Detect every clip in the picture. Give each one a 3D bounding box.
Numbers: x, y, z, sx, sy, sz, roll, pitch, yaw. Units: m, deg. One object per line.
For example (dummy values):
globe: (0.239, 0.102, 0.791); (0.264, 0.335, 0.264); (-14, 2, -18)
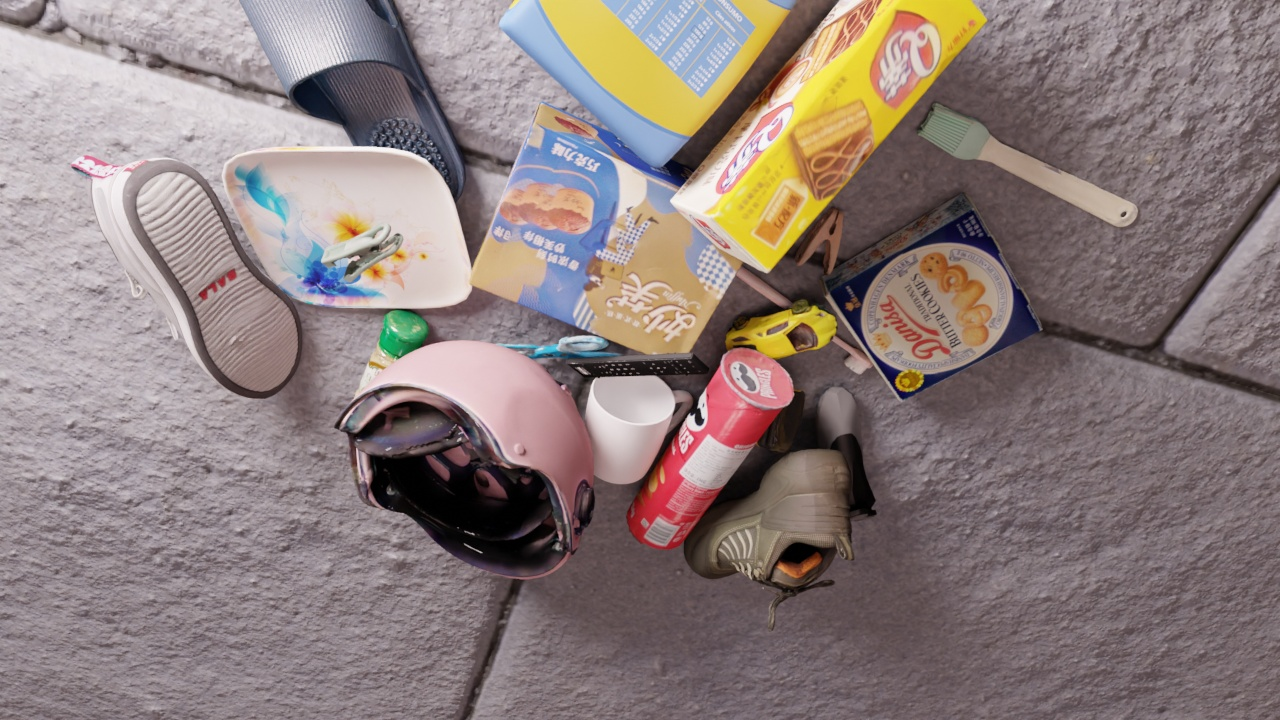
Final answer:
clip: (0.155, -0.106, 0.807); (0.039, 0.024, 0.060); (4, 113, -4)
clip: (-0.237, -0.096, 0.769); (0.049, 0.023, 0.078); (30, 138, -32)

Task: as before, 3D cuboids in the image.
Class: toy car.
toy car: (0.129, -0.023, 0.843); (0.107, 0.030, 0.049); (-18, 128, 30)

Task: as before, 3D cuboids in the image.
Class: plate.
plate: (-0.242, -0.111, 0.782); (0.187, 0.016, 0.187); (1, 143, 3)

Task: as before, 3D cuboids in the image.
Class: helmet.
helmet: (-0.144, 0.085, 0.851); (0.230, 0.152, 0.256); (-1, 131, 27)

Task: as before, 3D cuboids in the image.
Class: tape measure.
tape measure: (0.132, 0.054, 0.885); (0.037, 0.064, 0.065); (14, 89, -17)

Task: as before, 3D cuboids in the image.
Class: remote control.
remote control: (-0.005, 0.005, 0.821); (0.140, 0.009, 0.030); (-2, 151, 37)

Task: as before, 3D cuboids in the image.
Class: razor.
razor: (0.202, 0.098, 0.921); (0.057, 0.060, 0.156); (-13, 103, -4)

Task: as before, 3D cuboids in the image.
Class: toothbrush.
toothbrush: (0.148, -0.039, 0.854); (0.181, 0.015, 0.018); (34, 123, -20)

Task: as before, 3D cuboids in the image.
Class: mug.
mug: (-0.001, 0.063, 0.894); (0.114, 0.081, 0.088); (-11, 135, -29)

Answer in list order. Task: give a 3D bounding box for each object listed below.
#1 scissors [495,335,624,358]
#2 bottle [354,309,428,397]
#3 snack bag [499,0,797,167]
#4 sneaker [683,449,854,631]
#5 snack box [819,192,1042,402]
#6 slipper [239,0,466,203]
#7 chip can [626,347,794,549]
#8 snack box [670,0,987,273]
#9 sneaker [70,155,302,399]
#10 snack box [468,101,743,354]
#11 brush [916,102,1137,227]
scissors: (-0.076, -0.006, 0.866); (0.141, 0.013, 0.114); (-7, 164, 31)
bottle: (-0.240, 0.005, 0.874); (0.043, 0.043, 0.111); (24, 121, -14)
snack bag: (0.020, -0.270, 0.667); (0.159, 0.102, 0.205); (39, 99, -21)
sneaker: (0.138, 0.198, 0.907); (0.101, 0.142, 0.239); (6, 146, -29)
snack box: (0.261, -0.052, 0.826); (0.145, 0.042, 0.144); (-31, 116, 19)
slipper: (-0.222, -0.219, 0.707); (0.101, 0.082, 0.264); (-22, 121, 13)
chip can: (0.061, 0.093, 0.888); (0.073, 0.073, 0.234); (20, 130, -11)
snack box: (0.130, -0.177, 0.667); (0.061, 0.110, 0.230); (39, 95, -21)
sneaker: (-0.396, -0.069, 0.807); (0.129, 0.096, 0.263); (22, 146, 30)
snack box: (-0.023, -0.103, 0.784); (0.202, 0.069, 0.155); (22, 122, -13)
brush: (0.332, -0.160, 0.775); (0.217, 0.012, 0.033); (20, 120, -14)
